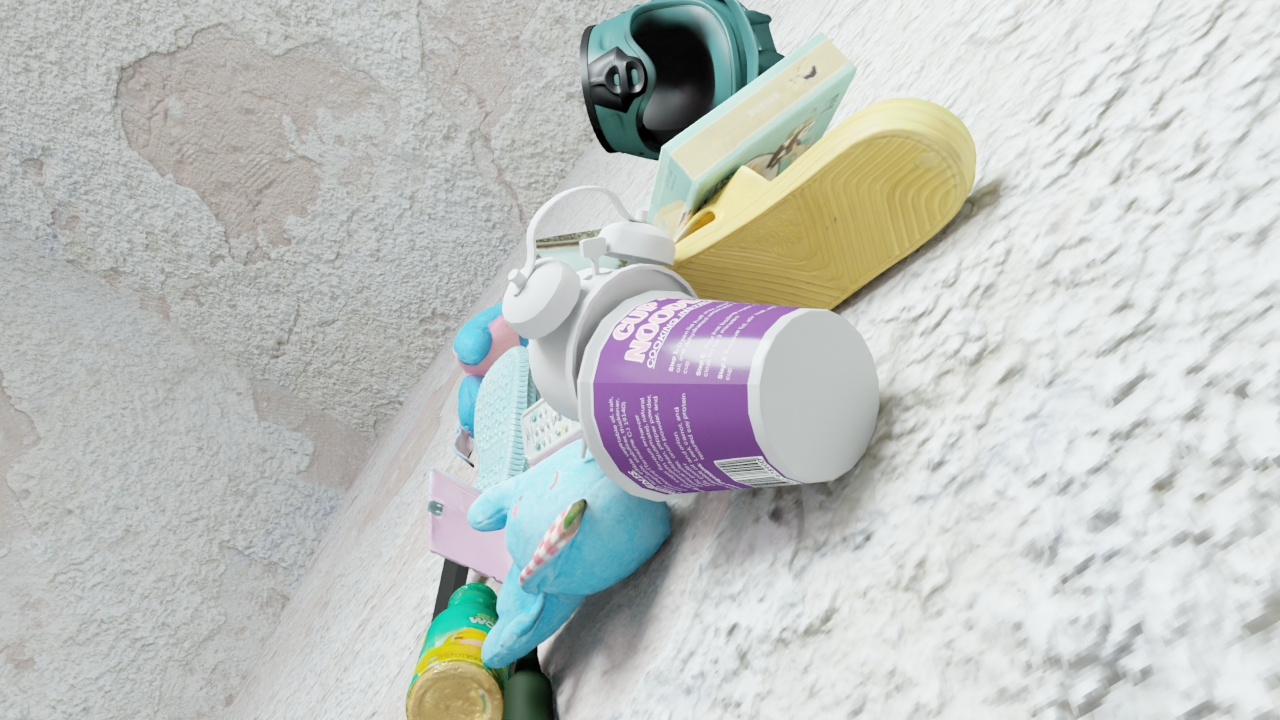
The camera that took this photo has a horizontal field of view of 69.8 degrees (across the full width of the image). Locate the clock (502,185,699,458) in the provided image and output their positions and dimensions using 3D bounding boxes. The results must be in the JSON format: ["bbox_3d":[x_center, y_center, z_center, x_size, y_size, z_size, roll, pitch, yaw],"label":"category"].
[{"bbox_3d":[-0.018,-0.024,0.543,0.119,0.159,0.061,-31,27,-33],"label":"clock"}]

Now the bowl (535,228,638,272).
[{"bbox_3d":[-0.029,-0.086,0.943,0.160,0.160,0.094,-137,39,-75],"label":"bowl"}]

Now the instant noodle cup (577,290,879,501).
[{"bbox_3d":[0.057,0.019,0.484,0.122,0.136,0.122,-3,80,55],"label":"instant noodle cup"}]

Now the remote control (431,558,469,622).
[{"bbox_3d":[-0.189,0.232,0.915,0.058,0.013,0.133,-32,44,57],"label":"remote control"}]

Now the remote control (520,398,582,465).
[{"bbox_3d":[-0.061,0.046,0.758,0.134,0.022,0.050,-34,59,49],"label":"remote control"}]

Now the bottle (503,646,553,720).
[{"bbox_3d":[-0.074,0.221,0.602,0.033,0.033,0.123,-55,14,7],"label":"bottle"}]

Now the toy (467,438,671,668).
[{"bbox_3d":[-0.060,0.122,0.616,0.181,0.115,0.183,-52,-4,19],"label":"toy"}]

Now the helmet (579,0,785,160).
[{"bbox_3d":[0.055,-0.300,0.969,0.274,0.200,0.176,-60,-37,-74],"label":"helmet"}]

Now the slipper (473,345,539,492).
[{"bbox_3d":[-0.142,0.100,1.017,0.116,0.069,0.275,-43,35,42],"label":"slipper"}]

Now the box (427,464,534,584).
[{"bbox_3d":[-0.114,0.113,0.797,0.106,0.115,0.232,-56,15,2],"label":"box"}]

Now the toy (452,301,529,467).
[{"bbox_3d":[-0.193,0.025,1.178,0.223,0.099,0.192,-55,-25,-48],"label":"toy"}]

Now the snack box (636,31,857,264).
[{"bbox_3d":[0.069,-0.137,0.677,0.141,0.044,0.194,-38,-10,-14],"label":"snack box"}]

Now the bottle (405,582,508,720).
[{"bbox_3d":[-0.136,0.226,0.718,0.068,0.068,0.210,-57,8,0],"label":"bottle"}]

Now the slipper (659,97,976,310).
[{"bbox_3d":[0.094,-0.079,0.577,0.264,0.099,0.078,-34,24,47],"label":"slipper"}]
